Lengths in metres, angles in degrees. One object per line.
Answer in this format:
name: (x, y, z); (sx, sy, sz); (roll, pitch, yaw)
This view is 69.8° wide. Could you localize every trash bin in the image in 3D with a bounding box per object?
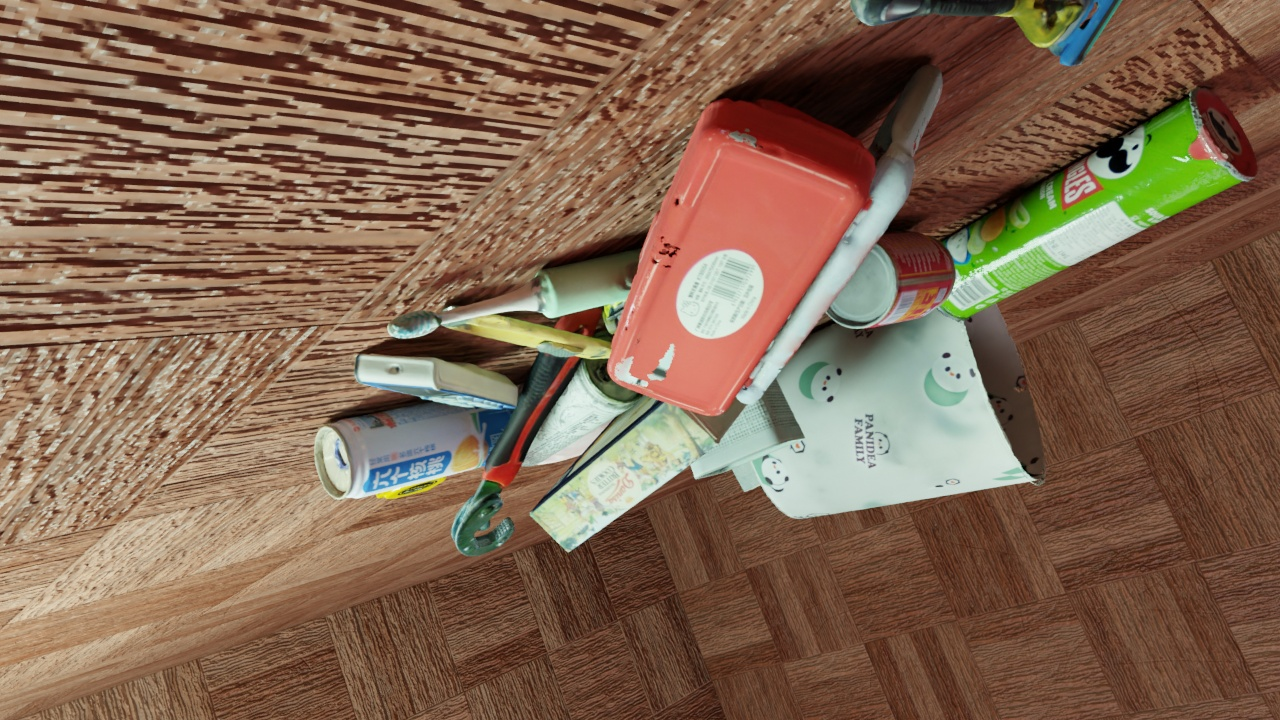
trash bin: (0.254, 0.048, 0.957); (0.253, 0.229, 0.229); (-21, 171, 31)

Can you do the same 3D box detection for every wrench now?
wrench: (-0.085, 0.060, 0.643); (0.056, 0.016, 0.274); (-13, 144, -37)

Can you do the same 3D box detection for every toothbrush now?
toothbrush: (-0.023, -0.042, 0.483); (0.224, 0.026, 0.027); (-15, -171, -26)

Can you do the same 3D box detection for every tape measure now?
tape measure: (-0.202, 0.101, 0.814); (0.057, 0.029, 0.059); (-30, 166, 40)

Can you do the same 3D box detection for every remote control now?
remote control: (-0.115, 0.013, 0.542); (0.049, 0.024, 0.125); (3, 174, 14)

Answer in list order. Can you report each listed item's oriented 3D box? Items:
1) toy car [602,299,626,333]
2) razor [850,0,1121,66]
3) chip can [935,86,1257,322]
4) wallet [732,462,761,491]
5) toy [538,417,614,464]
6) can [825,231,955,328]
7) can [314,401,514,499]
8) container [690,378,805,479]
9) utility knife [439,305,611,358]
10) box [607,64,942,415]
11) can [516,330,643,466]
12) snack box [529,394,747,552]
toy car: (0.009, -0.033, 0.562); (0.048, 0.032, 0.105); (-17, 169, 12)
razor: (0.129, -0.133, 0.342); (0.142, 0.022, 0.043); (-11, 139, -31)
chip can: (0.326, -0.108, 0.697); (0.072, 0.072, 0.237); (-12, 165, -40)
wallet: (0.112, 0.084, 1.056); (0.037, 0.129, 0.107); (-23, 169, -19)
toy: (-0.064, 0.064, 0.830); (0.121, 0.054, 0.159); (-19, 169, 22)
can: (0.180, -0.060, 0.667); (0.093, 0.066, 0.067); (-11, 165, -44)
can: (-0.152, 0.057, 0.636); (0.134, 0.053, 0.053); (-11, 165, -44)
container: (0.078, 0.036, 0.818); (0.090, 0.111, 0.089); (-25, 169, 19)
utility knife: (-0.044, -0.012, 0.544); (0.031, 0.021, 0.201); (-9, 172, 36)
box: (0.060, -0.058, 0.454); (0.110, 0.099, 0.202); (20, 145, -3)
can: (-0.056, 0.031, 0.681); (0.058, 0.058, 0.147); (-12, 166, -40)
snack box: (0.023, 0.036, 0.659); (0.183, 0.046, 0.177); (-41, -177, 42)
